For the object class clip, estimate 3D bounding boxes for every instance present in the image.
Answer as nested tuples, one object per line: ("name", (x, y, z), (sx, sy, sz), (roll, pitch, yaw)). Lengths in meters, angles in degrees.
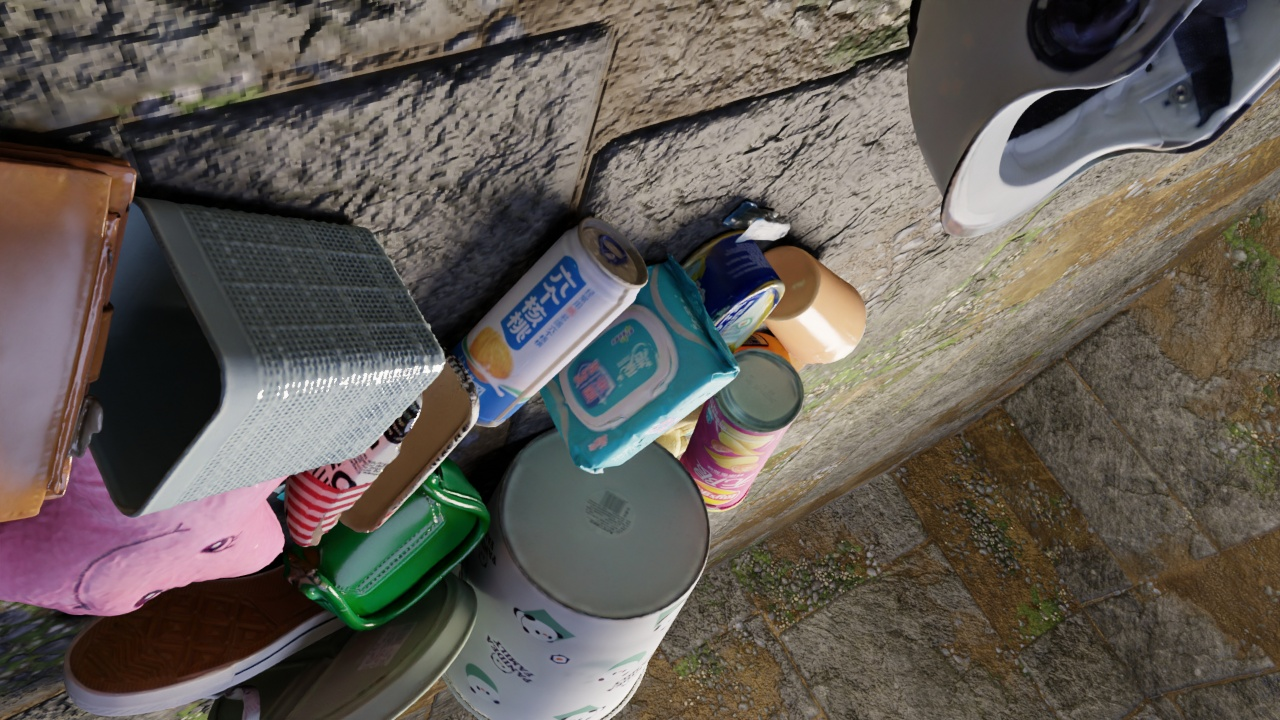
("clip", (0.080, -0.091, 0.619), (0.026, 0.038, 0.058), (-45, 160, 28))

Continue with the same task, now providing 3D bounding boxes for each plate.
("plate", (-0.239, 0.236, 0.732), (0.230, 0.027, 0.230), (-22, -162, 7))

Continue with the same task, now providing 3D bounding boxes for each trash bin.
("trash bin", (-0.064, 0.199, 0.846), (0.229, 0.229, 0.253), (-20, 154, -31))

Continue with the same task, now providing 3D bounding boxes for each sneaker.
("sneaker", (-0.295, 0.207, 0.672), (0.240, 0.118, 0.088), (-12, 133, -58))

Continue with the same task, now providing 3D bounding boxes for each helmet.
("helmet", (0.222, -0.181, 0.407), (0.228, 0.146, 0.259), (-9, 159, -47))

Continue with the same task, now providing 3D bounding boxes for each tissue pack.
("tissue pack", (-0.004, 0.004, 0.610), (0.134, 0.093, 0.050), (-38, 159, 19))

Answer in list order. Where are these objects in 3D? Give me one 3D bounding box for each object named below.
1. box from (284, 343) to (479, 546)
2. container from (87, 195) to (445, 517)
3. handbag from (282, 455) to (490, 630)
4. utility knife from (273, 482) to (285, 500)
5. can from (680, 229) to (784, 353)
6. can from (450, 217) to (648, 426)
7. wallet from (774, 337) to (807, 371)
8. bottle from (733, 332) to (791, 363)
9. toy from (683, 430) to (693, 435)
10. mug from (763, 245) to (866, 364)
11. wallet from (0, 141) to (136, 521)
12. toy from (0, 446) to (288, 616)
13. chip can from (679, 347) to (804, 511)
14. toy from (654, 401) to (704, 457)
("box", (-0.150, 0.048, 0.542), (0.082, 0.075, 0.164), (5, 140, -42))
("container", (-0.151, -0.004, 0.368), (0.090, 0.090, 0.111), (-42, 162, 29))
("handbag", (-0.178, 0.123, 0.649), (0.131, 0.068, 0.120), (-42, 160, -7))
("utility knife", (-0.216, 0.100, 0.654), (0.029, 0.013, 0.158), (-35, 162, -1))
("can", (0.045, -0.030, 0.671), (0.074, 0.049, 0.149), (-16, 157, -39))
("can", (-0.058, -0.020, 0.526), (0.135, 0.053, 0.053), (-41, 160, 28))
("wallet", (0.125, 0.014, 0.939), (0.118, 0.035, 0.131), (-16, 160, -45))
("bottle", (0.071, 0.005, 0.794), (0.149, 0.066, 0.067), (5, 141, -49))
("toy", (0.093, 0.069, 1.004), (0.096, 0.030, 0.092), (-14, -170, -13))
("mug", (0.130, -0.047, 0.734), (0.078, 0.078, 0.122), (-36, 156, 14))
("wallet", (-0.217, -0.005, 0.278), (0.107, 0.031, 0.132), (-5, 124, -56))
("toy", (-0.231, 0.073, 0.451), (0.195, 0.074, 0.178), (-33, 153, 8))
("chip can", (0.078, 0.065, 0.774), (0.071, 0.071, 0.211), (-26, 160, -16))
("toy", (0.026, 0.083, 0.912), (0.158, 0.066, 0.105), (-42, 154, 28))
